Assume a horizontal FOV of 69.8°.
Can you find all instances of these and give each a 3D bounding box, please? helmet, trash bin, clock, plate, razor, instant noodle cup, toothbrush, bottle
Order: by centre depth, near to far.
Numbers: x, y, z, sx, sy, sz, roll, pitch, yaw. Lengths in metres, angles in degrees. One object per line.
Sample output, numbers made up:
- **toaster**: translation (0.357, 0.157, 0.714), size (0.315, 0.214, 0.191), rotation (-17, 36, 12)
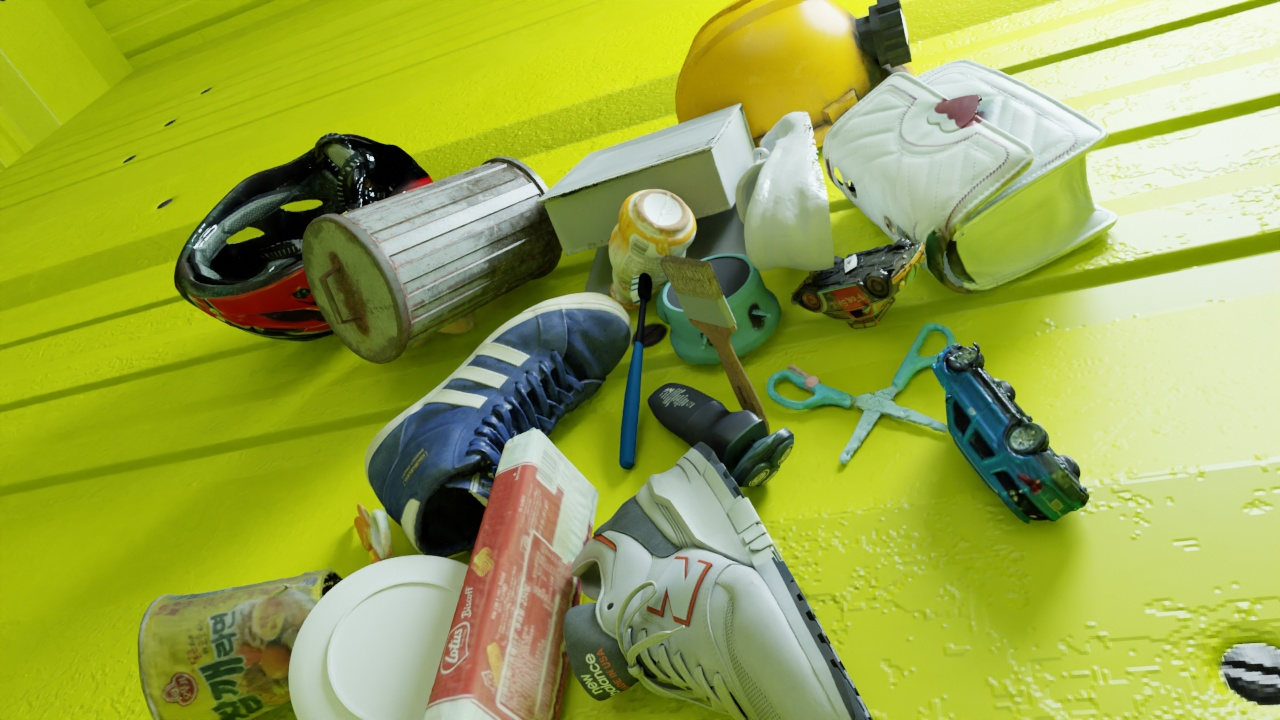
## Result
- **plate**: translation (-0.135, 0.171, 0.537), size (0.134, 0.011, 0.134), rotation (4, 48, -5)
- **instant noodle cup**: translation (-0.241, 0.183, 0.583), size (0.108, 0.102, 0.102), rotation (-18, 35, -3)
- **razor**: translation (0.047, 0.044, 0.612), size (0.047, 0.052, 0.143), rotation (-39, 32, -14)
- **toothbrush**: translation (-0.004, 0.004, 0.682), size (0.014, 0.014, 0.167), rotation (-16, 53, 32)
- **clock**: translation (0.057, -0.047, 0.714), size (0.090, 0.053, 0.124), rotation (-25, 33, 1)
- **bottle**: translation (0.004, -0.087, 0.753), size (0.063, 0.109, 0.063), rotation (9, 53, -12)
- **trash bin**: translation (-0.185, -0.092, 0.812), size (0.131, 0.131, 0.210), rotation (11, 32, 40)
- **helmet**: translation (0.135, -0.302, 0.922), size (0.256, 0.131, 0.204), rotation (-11, 39, 22)
- **helmet**: translation (-0.336, -0.120, 0.947), size (0.271, 0.167, 0.217), rotation (-31, 47, -16)

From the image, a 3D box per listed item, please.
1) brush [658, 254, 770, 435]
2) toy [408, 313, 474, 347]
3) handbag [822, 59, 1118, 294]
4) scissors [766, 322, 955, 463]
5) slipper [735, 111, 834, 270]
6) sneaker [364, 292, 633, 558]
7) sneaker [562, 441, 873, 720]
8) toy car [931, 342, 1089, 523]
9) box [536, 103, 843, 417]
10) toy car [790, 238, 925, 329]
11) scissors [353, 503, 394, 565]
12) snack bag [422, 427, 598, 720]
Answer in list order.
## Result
- **brush**: translation (0.056, -0.004, 0.582), size (0.008, 0.143, 0.045), rotation (-40, 29, -21)
- **toy**: translation (-0.214, -0.039, 0.879), size (0.110, 0.047, 0.063), rotation (-12, 36, -2)
- **handbag**: translation (0.236, -0.145, 0.691), size (0.142, 0.096, 0.198), rotation (-27, 37, 0)
- **scissors**: translation (0.153, 0.015, 0.615), size (0.135, 0.015, 0.135), rotation (25, 62, 41)
- **slipper**: translation (0.114, -0.133, 0.736), size (0.074, 0.112, 0.246), rotation (8, 29, 4)
- **sneaker**: translation (-0.085, 0.045, 0.652), size (0.233, 0.091, 0.118), rotation (-33, 31, -8)
- **sneaker**: translation (0.025, 0.143, 0.477), size (0.124, 0.089, 0.239), rotation (-30, 27, 2)
- **toy car**: translation (0.200, 0.039, 0.515), size (0.044, 0.056, 0.120), rotation (-40, 37, 19)
- **box**: translation (0.072, -0.053, 0.921), size (0.169, 0.404, 0.171), rotation (-13, 37, 22)
- **toy car**: translation (0.160, -0.050, 0.654), size (0.047, 0.047, 0.112), rotation (-49, 20, -26)
- **scissors**: translation (-0.193, 0.122, 0.657), size (0.013, 0.070, 0.130), rotation (-2, 16, -27)
- **snack bag**: translation (-0.069, 0.144, 0.531), size (0.041, 0.077, 0.224), rotation (-22, 34, 25)
